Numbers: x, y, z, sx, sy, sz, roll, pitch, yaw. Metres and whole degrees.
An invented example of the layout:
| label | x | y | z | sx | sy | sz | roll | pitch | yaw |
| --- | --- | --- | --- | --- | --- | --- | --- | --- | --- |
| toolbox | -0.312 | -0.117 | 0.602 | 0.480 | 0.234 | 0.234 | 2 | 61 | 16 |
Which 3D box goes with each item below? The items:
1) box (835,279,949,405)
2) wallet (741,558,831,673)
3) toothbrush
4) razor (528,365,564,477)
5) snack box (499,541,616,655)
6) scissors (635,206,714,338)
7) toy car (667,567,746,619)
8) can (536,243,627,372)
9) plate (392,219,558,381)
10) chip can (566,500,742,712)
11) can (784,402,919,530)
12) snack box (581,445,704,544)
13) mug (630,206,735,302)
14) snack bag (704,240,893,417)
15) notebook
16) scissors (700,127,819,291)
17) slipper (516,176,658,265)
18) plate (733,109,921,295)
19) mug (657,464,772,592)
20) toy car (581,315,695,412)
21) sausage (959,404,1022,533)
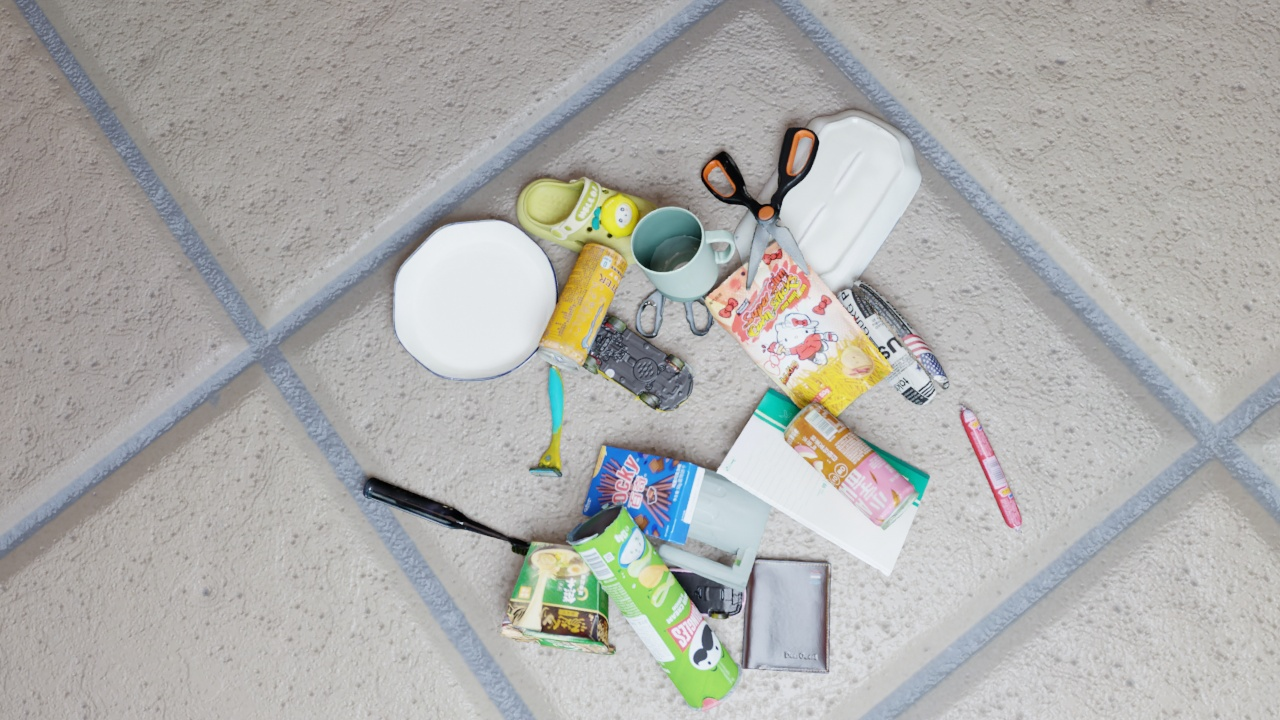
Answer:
| label | x | y | z | sx | sy | sz | roll | pitch | yaw |
| --- | --- | --- | --- | --- | --- | --- | --- | --- | --- |
| box | 0.298 | -0.030 | 1.053 | 0.079 | 0.074 | 0.163 | -33 | 74 | -10 |
| wallet | 0.164 | 0.285 | 1.026 | 0.096 | 0.020 | 0.122 | 2 | 81 | 6 |
| toothbrush | -0.228 | 0.186 | 1.085 | 0.213 | 0.026 | 0.027 | 19 | 115 | 8 |
| razor | -0.105 | 0.072 | 1.093 | 0.043 | 0.028 | 0.132 | -4 | 79 | 37 |
| snack box | -0.082 | 0.261 | 1.015 | 0.117 | 0.118 | 0.105 | 6 | 69 | 7 |
| scissors | 0.039 | -0.101 | 1.123 | 0.159 | 0.014 | 0.171 | 42 | 84 | 13 |
| toy car | 0.058 | 0.260 | 1.034 | 0.122 | 0.037 | 0.056 | -1 | 79 | 19 |
| can | -0.068 | -0.063 | 1.076 | 0.058 | 0.058 | 0.145 | 21 | 76 | 10 |
| plate | -0.199 | -0.070 | 1.125 | 0.205 | 0.045 | 0.204 | -1 | 79 | 5 |
| chip can | 0.016 | 0.261 | 0.972 | 0.072 | 0.072 | 0.236 | -35 | 101 | -2 |
| can | 0.224 | 0.112 | 0.986 | 0.058 | 0.058 | 0.147 | -44 | 69 | -4 |
| snack box | 0.000 | 0.146 | 1.018 | 0.157 | 0.026 | 0.084 | 4 | 75 | 50 |
| mug | 0.056 | -0.122 | 1.058 | 0.112 | 0.106 | 0.082 | -12 | 70 | 13 |
| snack bag | 0.182 | -0.031 | 1.059 | 0.129 | 0.073 | 0.208 | -42 | 78 | 14 |
| notebook | 0.206 | 0.127 | 1.017 | 0.209 | 0.012 | 0.150 | 30 | 49 | 10 |
| scissors | 0.145 | -0.186 | 1.089 | 0.224 | 0.021 | 0.220 | 26 | 78 | 35 |
| slipper | -0.067 | -0.177 | 1.116 | 0.190 | 0.081 | 0.091 | 16 | 83 | 12 |
| plate | 0.228 | -0.191 | 1.110 | 0.162 | 0.034 | 0.265 | 34 | 84 | 12 |
| mug | 0.084 | 0.183 | 1.013 | 0.103 | 0.084 | 0.123 | 19 | 54 | 11 |
| toy car | -0.006 | 0.006 | 1.089 | 0.156 | 0.041 | 0.071 | 32 | 83 | 17 |
| sausage | 0.395 | 0.120 | 1.035 | 0.020 | 0.020 | 0.155 | -20 | 77 | 1 |
